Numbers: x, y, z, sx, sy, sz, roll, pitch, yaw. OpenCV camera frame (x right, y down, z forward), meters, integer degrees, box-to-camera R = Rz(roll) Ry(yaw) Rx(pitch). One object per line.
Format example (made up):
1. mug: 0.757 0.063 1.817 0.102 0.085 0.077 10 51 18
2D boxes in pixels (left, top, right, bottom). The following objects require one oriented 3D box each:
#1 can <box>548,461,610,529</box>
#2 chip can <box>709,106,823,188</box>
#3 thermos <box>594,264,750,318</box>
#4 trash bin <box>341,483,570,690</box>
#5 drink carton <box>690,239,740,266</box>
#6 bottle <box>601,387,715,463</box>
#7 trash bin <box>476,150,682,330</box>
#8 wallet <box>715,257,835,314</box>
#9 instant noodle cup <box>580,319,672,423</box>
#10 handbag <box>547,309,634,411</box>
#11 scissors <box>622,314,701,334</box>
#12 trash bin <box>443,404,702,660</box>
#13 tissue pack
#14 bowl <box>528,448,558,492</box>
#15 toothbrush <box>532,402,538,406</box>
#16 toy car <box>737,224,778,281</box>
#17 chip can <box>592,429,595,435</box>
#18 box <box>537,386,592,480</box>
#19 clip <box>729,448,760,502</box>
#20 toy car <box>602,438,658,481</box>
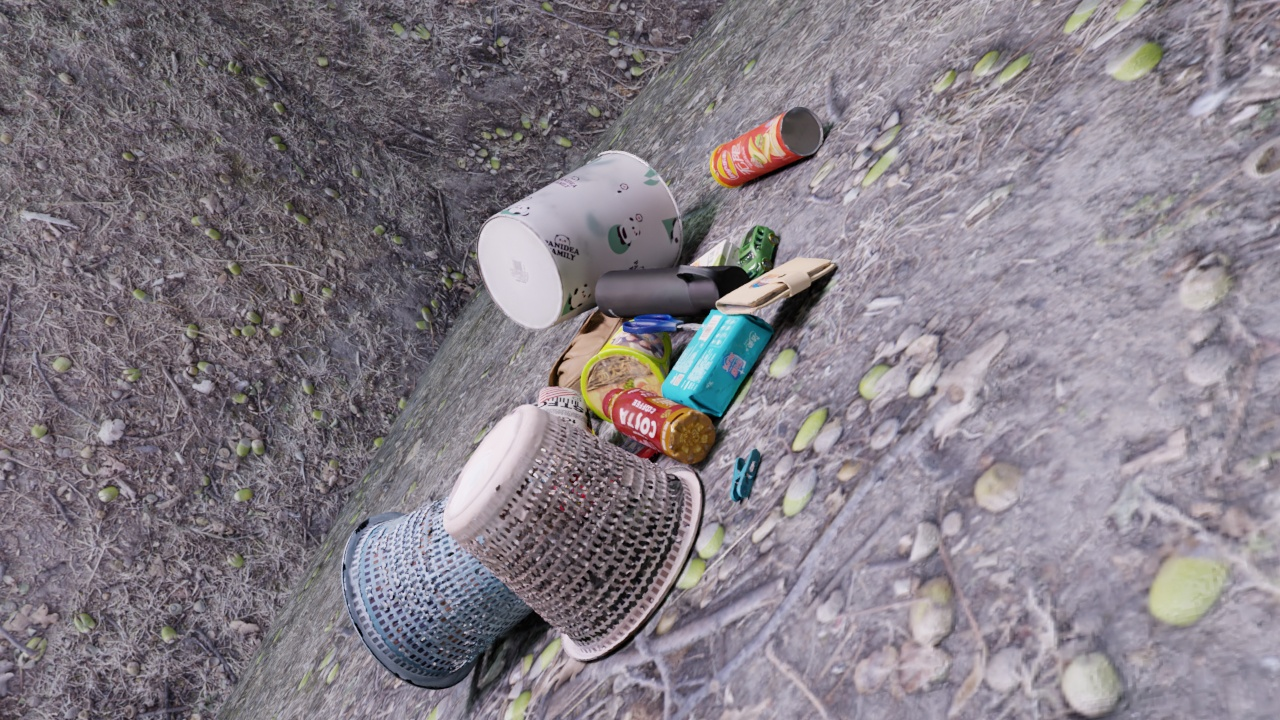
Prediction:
1. can: -0.093 0.181 1.143 0.133 0.053 0.053 -42 20 32
2. chip can: 0.182 -0.312 1.355 0.073 0.073 0.217 -58 18 -15
3. thermos: 0.031 -0.096 1.198 0.243 0.090 0.068 1 61 51
4. trash bin: -0.199 0.243 1.080 0.195 0.226 0.226 -32 24 21
5. drink carton: 0.089 -0.108 1.241 0.123 0.045 0.053 -33 30 50
6. bottle: 0.013 0.067 1.020 0.057 0.057 0.175 -56 30 -9
7. trash bin: -0.099 -0.177 1.420 0.251 0.229 0.230 -34 1 -40
8. wallet: 0.148 -0.083 0.999 0.115 0.024 0.087 -27 17 -19
9. instant noodle cup: -0.007 0.007 1.187 0.112 0.111 0.123 -43 11 30
10. handbag: -0.058 -0.016 1.354 0.148 0.100 0.203 -36 17 46
11. scissors: 0.061 -0.045 1.141 0.175 0.012 0.107 -2 17 14
12. trash bin: -0.081 0.156 0.929 0.228 0.192 0.227 -47 18 20
13. tissue pack: 0.083 0.005 1.028 0.133 0.050 0.093 -56 19 -7
14. bowl: -0.138 0.153 1.208 0.116 0.066 0.116 -33 -12 -8
15. toothbrush: -0.137 0.076 1.326 0.224 0.027 0.026 97 -167 -86
16. toy car: 0.146 -0.135 1.165 0.043 0.036 0.091 -36 28 41
17. chip can: -0.155 0.157 1.320 0.214 0.072 0.071 -43 20 31
18. box: -0.095 0.093 1.146 0.162 0.076 0.088 -111 27 -72
19. clip: 0.096 0.108 0.856 0.039 0.014 0.055 -37 22 45
20. toy car: 0.002 0.103 1.080 0.106 0.031 0.049 -42 22 -4
